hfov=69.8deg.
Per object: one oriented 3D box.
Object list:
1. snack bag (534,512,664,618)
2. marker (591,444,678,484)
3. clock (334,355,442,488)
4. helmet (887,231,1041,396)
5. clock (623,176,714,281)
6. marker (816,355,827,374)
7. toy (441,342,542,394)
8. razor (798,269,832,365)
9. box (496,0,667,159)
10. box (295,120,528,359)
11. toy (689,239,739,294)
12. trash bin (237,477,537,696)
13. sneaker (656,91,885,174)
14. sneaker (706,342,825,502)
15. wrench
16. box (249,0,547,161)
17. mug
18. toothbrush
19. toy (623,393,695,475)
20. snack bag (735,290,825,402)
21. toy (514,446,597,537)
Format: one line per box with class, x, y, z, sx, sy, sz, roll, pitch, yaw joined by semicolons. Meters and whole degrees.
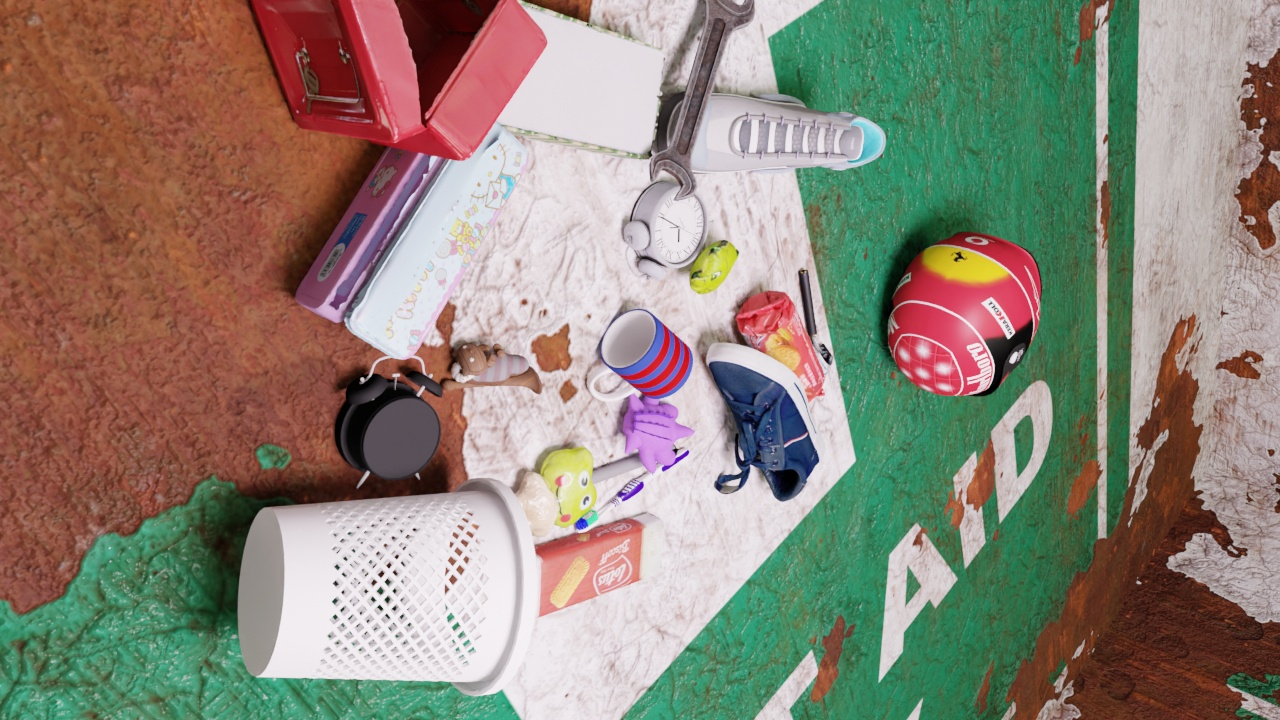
snack bag;-0.063;0.238;1.060;0.224;0.041;0.077;-7;107;-41
marker;-0.011;0.123;1.084;0.140;0.016;0.016;-14;114;-41
clock;-0.225;0.053;0.830;0.091;0.043;0.121;-2;106;-44
helmet;0.479;-0.053;1.373;0.224;0.198;0.271;-50;141;-20
clock;0.027;-0.141;1.012;0.122;0.035;0.094;-47;132;-23
marker;0.231;-0.020;1.273;0.013;0.013;0.142;-56;135;-14
toy;-0.142;0.008;0.897;0.101;0.041;0.055;-3;130;-35
razor;0.235;-0.060;1.257;0.022;0.042;0.144;-20;118;1
box;-0.065;-0.261;0.871;0.205;0.050;0.118;-2;103;-45
box;-0.184;-0.112;0.771;0.093;0.089;0.214;36;78;-38
toy;0.085;-0.106;1.061;0.094;0.036;0.094;-44;167;-27
trash bin;-0.226;0.196;0.794;0.199;0.196;0.195;8;99;-36
sneaker;0.150;-0.244;1.006;0.256;0.160;0.093;-12;113;-43
sneaker;0.146;0.093;1.167;0.294;0.121;0.127;55;53;-44
wrench;0.063;-0.289;0.950;0.070;0.010;0.272;21;73;-16
box;-0.174;-0.233;0.697;0.164;0.157;0.152;-30;126;-37
mug;-0.006;0.006;1.016;0.112;0.075;0.076;-42;135;9
toothbrush;-0.007;0.152;1.100;0.186;0.015;0.016;-32;120;-33
toy;0.015;0.079;1.065;0.088;0.056;0.106;16;72;-36
snack bag;0.181;-0.015;1.182;0.082;0.082;0.176;-50;133;-20
toy;-0.097;0.146;0.990;0.117;0.043;0.092;-23;121;-35
